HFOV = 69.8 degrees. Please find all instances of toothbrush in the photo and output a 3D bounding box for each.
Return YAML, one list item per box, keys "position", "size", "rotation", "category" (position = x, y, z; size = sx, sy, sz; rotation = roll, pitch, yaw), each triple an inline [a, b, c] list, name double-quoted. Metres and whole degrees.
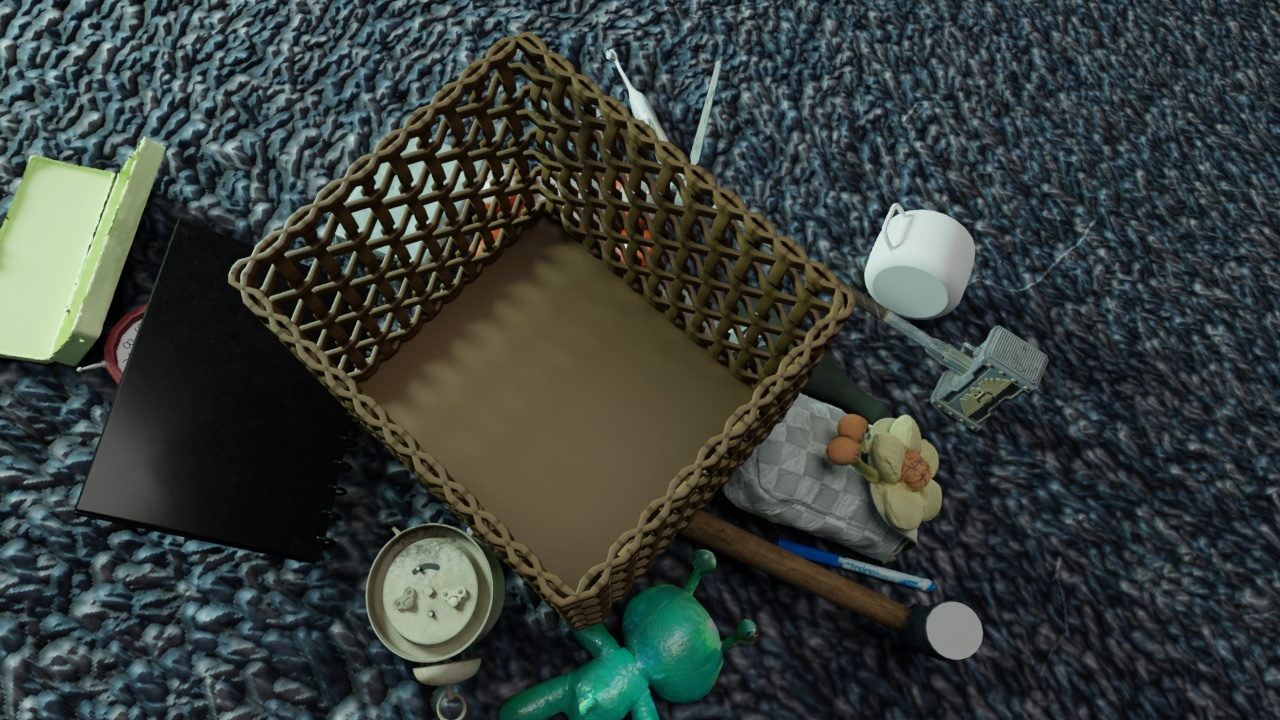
- position: [0.006, -0.252, 0.945]
  size: [0.024, 0.022, 0.185]
  rotation: [-7, 64, -39]
  category: "toothbrush"
- position: [0.051, -0.199, 0.835]
  size: [0.010, 0.182, 0.010]
  rotation: [42, 63, 16]
  category: "toothbrush"

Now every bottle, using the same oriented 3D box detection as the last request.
- position: [0.149, 0.007, 0.824]
  size: [0.174, 0.055, 0.055]
  rotation: [34, 59, 4]
  category: "bottle"

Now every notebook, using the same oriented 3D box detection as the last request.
- position: [-0.290, 0.022, 0.685]
  size: [0.169, 0.019, 0.231]
  rotation: [21, 58, -29]
  category: "notebook"

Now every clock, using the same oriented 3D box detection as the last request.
- position: [-0.353, -0.008, 0.708]
  size: [0.087, 0.044, 0.124]
  rotation: [38, 61, 7]
  category: "clock"
- position: [-0.138, 0.182, 0.649]
  size: [0.093, 0.054, 0.140]
  rotation: [-11, 76, 9]
  category: "clock"

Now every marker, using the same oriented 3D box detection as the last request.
- position: [0.180, 0.172, 0.767]
  size: [0.142, 0.013, 0.013]
  rotation: [16, 59, -6]
  category: "marker"

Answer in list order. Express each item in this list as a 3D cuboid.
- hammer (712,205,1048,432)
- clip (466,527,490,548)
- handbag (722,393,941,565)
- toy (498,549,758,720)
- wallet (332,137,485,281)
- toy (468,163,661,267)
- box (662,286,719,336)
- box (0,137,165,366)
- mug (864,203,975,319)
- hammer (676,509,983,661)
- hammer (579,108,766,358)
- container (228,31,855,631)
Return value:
- position: [0.204, -0.055, 0.845]
  size: [0.322, 0.099, 0.044]
  rotation: [33, 59, 5]
  category: "hammer"
- position: [-0.129, 0.140, 0.705]
  size: [0.050, 0.014, 0.045]
  rotation: [-31, 74, -29]
  category: "clip"
- position: [0.157, 0.085, 0.738]
  size: [0.171, 0.124, 0.112]
  rotation: [20, 63, -20]
  category: "handbag"
- position: [-0.006, 0.223, 0.662]
  size: [0.193, 0.072, 0.130]
  rotation: [-32, 74, -17]
  category: "toy"
- position: [-0.202, -0.135, 0.812]
  size: [0.100, 0.054, 0.131]
  rotation: [20, 59, 10]
  category: "wallet"
- position: [-0.065, -0.087, 0.791]
  size: [0.163, 0.093, 0.172]
  rotation: [4, 72, -6]
  category: "toy"
- position: [-0.003, 0.002, 0.737]
  size: [0.160, 0.091, 0.081]
  rotation: [-34, 99, 14]
  category: "box"
- position: [-0.446, -0.086, 0.727]
  size: [0.133, 0.061, 0.187]
  rotation: [-5, 61, 8]
  category: "box"
- position: [0.262, -0.097, 0.877]
  size: [0.115, 0.094, 0.067]
  rotation: [49, 55, -30]
  category: "mug"
- position: [0.092, 0.151, 0.716]
  size: [0.322, 0.129, 0.040]
  rotation: [23, 75, 10]
  category: "hammer"
- position: [-0.005, -0.116, 0.850]
  size: [0.147, 0.028, 0.316]
  rotation: [-25, 61, 9]
  category: "hammer"
- position: [-0.053, -0.002, 0.573]
  size: [0.251, 0.214, 0.219]
  rotation: [41, 75, 12]
  category: "container"
